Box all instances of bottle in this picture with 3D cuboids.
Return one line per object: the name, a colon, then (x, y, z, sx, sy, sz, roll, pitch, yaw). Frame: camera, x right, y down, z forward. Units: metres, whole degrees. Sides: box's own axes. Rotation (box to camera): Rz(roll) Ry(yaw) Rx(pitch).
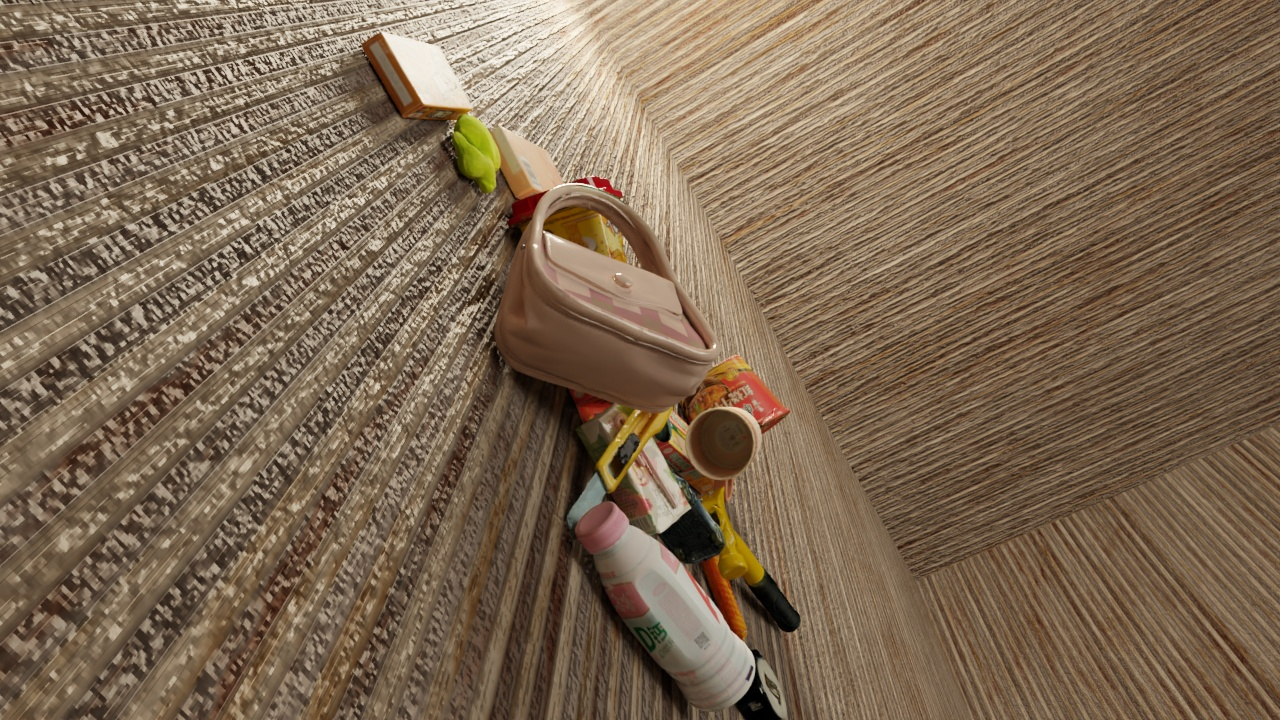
bottle: (0.019, 0.199, 0.748, 0.197, 0.068, 0.068, 55, 15, -19)

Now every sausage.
sausage: (0.082, 0.234, 1.010, 0.021, 0.021, 0.165, 38, 27, -60)

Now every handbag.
handbag: (-0.033, -0.076, 0.852, 0.193, 0.094, 0.233, 22, 41, -27)

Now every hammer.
hammer: (0.136, 0.254, 1.093, 0.301, 0.033, 0.128, 56, 13, -45)

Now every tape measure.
tape measure: (0.120, 0.335, 0.926, 0.066, 0.034, 0.065, 56, 16, -23)

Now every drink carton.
drink carton: (-0.005, 0.101, 0.861, 0.053, 0.046, 0.122, -30, 94, -44)

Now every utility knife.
utility knife: (-0.014, 0.083, 0.808, 0.033, 0.015, 0.215, 50, 38, -11)

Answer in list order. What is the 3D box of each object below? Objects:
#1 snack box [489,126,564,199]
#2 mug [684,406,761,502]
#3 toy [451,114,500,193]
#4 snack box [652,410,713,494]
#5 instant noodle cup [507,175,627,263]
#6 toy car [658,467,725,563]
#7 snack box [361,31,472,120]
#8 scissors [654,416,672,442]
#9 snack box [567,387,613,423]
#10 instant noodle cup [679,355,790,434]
snack box: (-0.132, -0.229, 1.121, 0.084, 0.026, 0.157, 63, 13, 5)
mug: (0.103, 0.112, 1.111, 0.105, 0.082, 0.114, 0, 90, -77)
toy: (-0.170, -0.218, 0.947, 0.096, 0.031, 0.100, 43, 26, -61)
snack box: (0.046, 0.104, 1.125, 0.156, 0.027, 0.077, 45, 22, -52)
instant noodle cup: (-0.068, -0.123, 0.993, 0.116, 0.116, 0.123, -35, 109, -77)
toy car: (0.041, 0.159, 0.933, 0.120, 0.054, 0.036, 55, 17, -29)
snack box: (-0.215, -0.276, 0.901, 0.075, 0.026, 0.153, 61, 13, -8)
scissors: (-0.008, 0.002, 1.020, 0.171, 0.019, 0.177, -129, -161, -56)
snack box: (-0.045, 0.004, 0.939, 0.127, 0.044, 0.113, 65, 13, 10)
instant noodle cup: (0.125, 0.066, 1.292, 0.108, 0.138, 0.137, 56, 12, 12)
